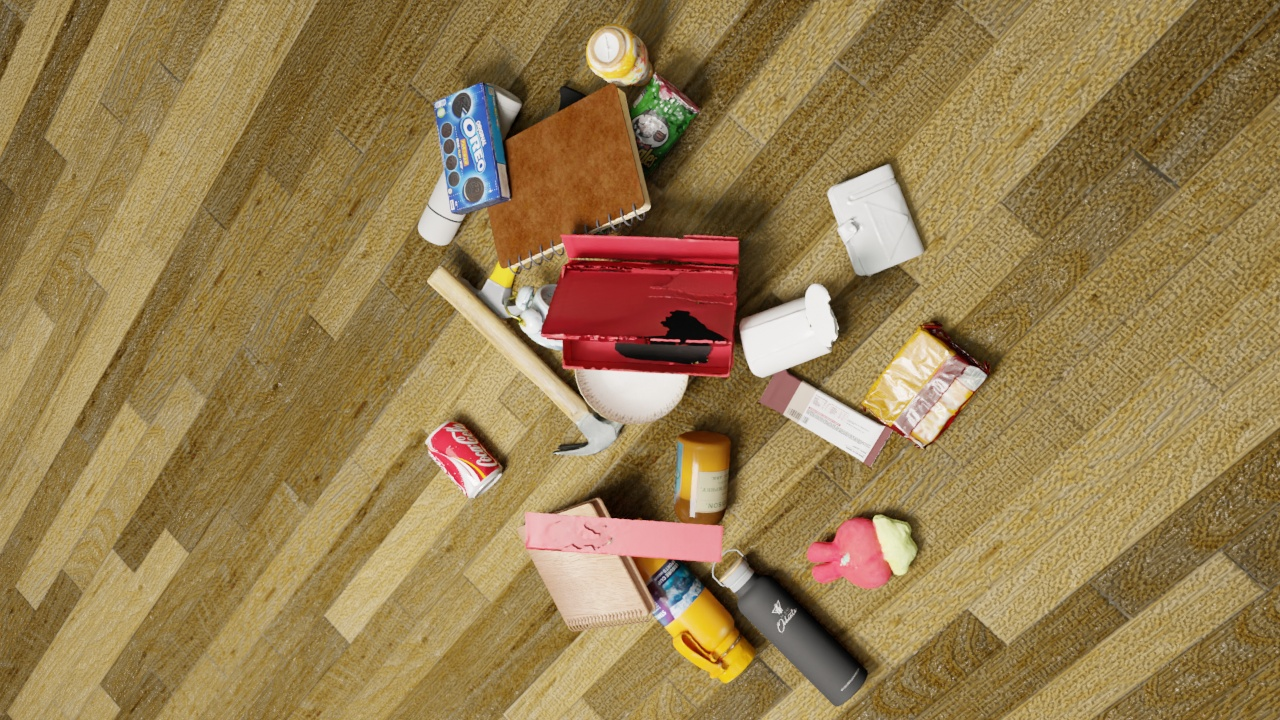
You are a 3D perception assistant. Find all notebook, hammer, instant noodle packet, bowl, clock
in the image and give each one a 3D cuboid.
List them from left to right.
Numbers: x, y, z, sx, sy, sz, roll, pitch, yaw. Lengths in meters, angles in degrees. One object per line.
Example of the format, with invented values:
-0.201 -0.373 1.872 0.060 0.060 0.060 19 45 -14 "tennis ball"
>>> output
-0.159 -0.002 1.235 0.330 0.033 0.132 44 114 0 "hammer"
-0.145 -0.203 1.217 0.127 0.029 0.324 29 107 13 "hammer"
-0.120 -0.059 1.187 0.117 0.083 0.057 8 128 -24 "clock"
-0.098 -0.216 1.128 0.226 0.024 0.167 -19 79 31 "notebook"
-0.075 0.279 1.225 0.211 0.022 0.169 -28 89 52 "notebook"
-0.007 0.007 1.176 0.145 0.063 0.145 1 97 10 "bowl"
0.334 0.030 1.075 0.098 0.039 0.136 37 111 10 "instant noodle packet"

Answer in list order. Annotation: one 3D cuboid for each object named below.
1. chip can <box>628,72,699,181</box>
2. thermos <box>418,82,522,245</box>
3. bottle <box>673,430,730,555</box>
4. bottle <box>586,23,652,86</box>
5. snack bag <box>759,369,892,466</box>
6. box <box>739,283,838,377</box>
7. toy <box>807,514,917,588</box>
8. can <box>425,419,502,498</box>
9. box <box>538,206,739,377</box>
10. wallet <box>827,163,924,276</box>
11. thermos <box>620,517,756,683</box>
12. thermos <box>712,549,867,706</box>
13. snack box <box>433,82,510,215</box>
-0.022 -0.242 1.139 0.075 0.075 0.224 43 111 9 "chip can"
-0.231 -0.257 1.224 0.052 0.052 0.224 36 109 11 "thermos"
0.077 0.173 1.179 0.068 0.067 0.157 7 102 19 "bottle"
-0.020 -0.359 1.096 0.063 0.109 0.063 1 92 20 "bottle"
0.228 0.068 1.134 0.158 0.013 0.057 30 110 13 "snack bag"
0.175 -0.034 1.067 0.138 0.143 0.083 -21 76 19 "box"
0.272 0.238 1.130 0.135 0.045 0.091 -23 94 18 "toy"
-0.249 0.138 1.294 0.105 0.064 0.064 46 111 7 "can"
0.002 -0.200 0.989 0.215 0.140 0.512 4 121 8 "box"
0.271 -0.162 1.068 0.086 0.032 0.116 -25 90 20 "wallet"
0.046 0.322 1.205 0.232 0.091 0.076 47 152 7 "thermos"
0.183 0.334 1.171 0.231 0.061 0.061 44 111 8 "thermos"
-0.214 -0.267 1.165 0.082 0.027 0.150 -13 86 30 "snack box"
